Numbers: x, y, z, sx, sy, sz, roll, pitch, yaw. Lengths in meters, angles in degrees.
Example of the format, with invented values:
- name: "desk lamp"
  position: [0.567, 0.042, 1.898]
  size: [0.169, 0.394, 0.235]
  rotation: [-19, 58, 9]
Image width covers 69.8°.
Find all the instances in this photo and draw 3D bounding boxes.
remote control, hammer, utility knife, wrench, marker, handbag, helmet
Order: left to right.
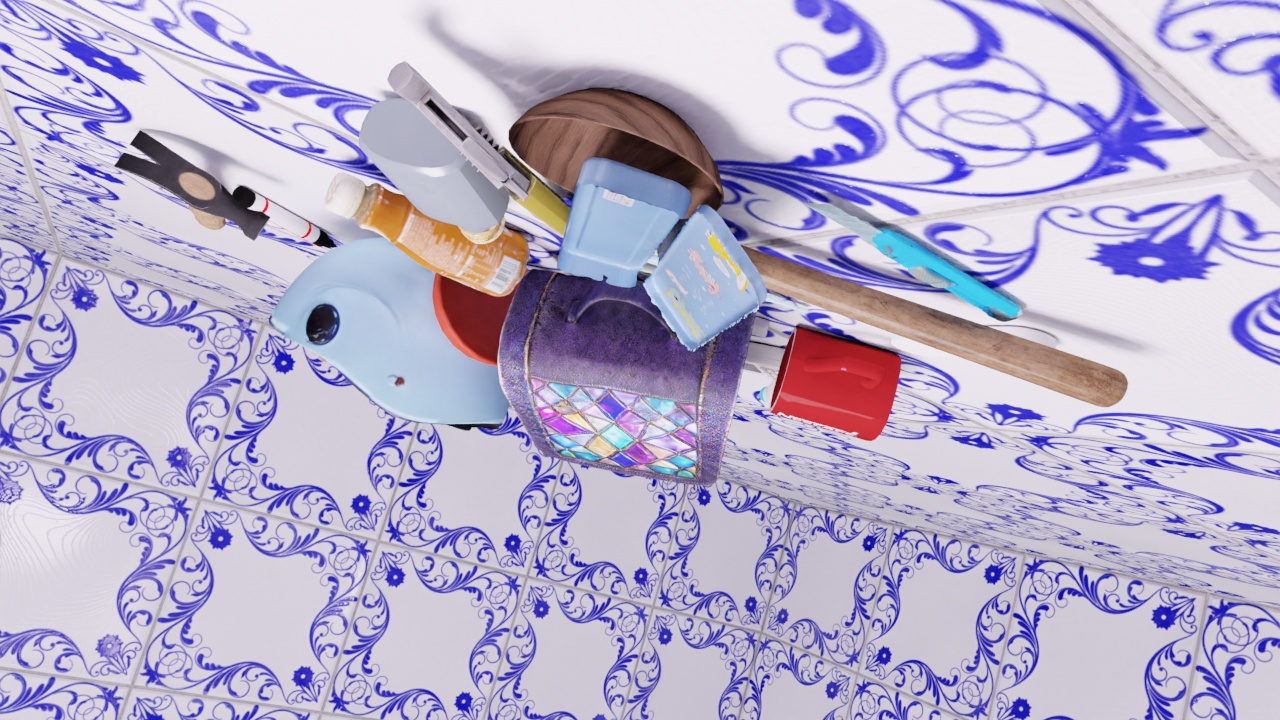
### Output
- name: "hammer"
  position: [-0.452, -0.163, 0.943]
  size: [0.132, 0.040, 0.306]
  rotation: [34, 170, -22]
- name: "marker"
  position: [-0.380, -0.150, 0.995]
  size: [0.019, 0.019, 0.145]
  rotation: [12, 170, 26]
- name: "helmet"
  position: [-0.238, -0.038, 0.942]
  size: [0.266, 0.167, 0.225]
  rotation: [23, 180, 17]
- name: "wrench"
  position: [-0.076, -0.111, 0.553]
  size: [0.083, 0.018, 0.273]
  rotation: [46, -175, 7]
- name: "handbag"
  position: [-0.005, 0.005, 0.817]
  size: [0.205, 0.125, 0.222]
  rotation: [9, 147, 12]
- name: "remote control"
  position: [0.056, -0.046, 0.856]
  size: [0.131, 0.012, 0.033]
  rotation: [15, 169, 7]
- name: "remote control"
  position: [0.128, 0.000, 0.967]
  size: [0.139, 0.025, 0.060]
  rotation: [12, 170, 26]
- name: "hammer"
  position: [0.166, -0.032, 0.613]
  size: [0.322, 0.040, 0.129]
  rotation: [19, 170, 2]
- name: "utility knife"
  position: [0.174, -0.059, 0.567]
  size: [0.198, 0.015, 0.031]
  rotation: [23, 166, -30]
- name: "remote control"
  position: [0.251, -0.014, 0.701]
  size: [0.043, 0.013, 0.137]
  rotation: [22, 169, -32]

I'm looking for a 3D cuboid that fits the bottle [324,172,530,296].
- name: "bottle"
  position: [-0.175, -0.107, 0.757]
  size: [0.167, 0.059, 0.059]
  rotation: [22, 170, -32]

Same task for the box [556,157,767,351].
- name: "box"
  position: [0.010, -0.061, 0.566]
  size: [0.126, 0.039, 0.209]
  rotation: [33, 170, -3]

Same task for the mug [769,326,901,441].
- name: "mug"
  position: [0.176, 0.017, 0.821]
  size: [0.096, 0.080, 0.116]
  rotation: [16, 165, 4]

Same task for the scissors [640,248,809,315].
- name: "scissors"
  position: [0.059, -0.067, 0.739]
  size: [0.174, 0.033, 0.065]
  rotation: [21, 167, -10]

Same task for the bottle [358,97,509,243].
- name: "bottle"
  position: [-0.129, -0.121, 0.630]
  size: [0.072, 0.046, 0.161]
  rotation: [15, 171, 8]

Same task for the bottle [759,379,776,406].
- name: "bottle"
  position: [0.187, 0.042, 1.055]
  size: [0.044, 0.044, 0.136]
  rotation: [22, 170, -29]

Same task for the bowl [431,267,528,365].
- name: "bowl"
  position: [-0.145, -0.049, 0.844]
  size: [0.035, 0.121, 0.122]
  rotation: [-21, 147, 40]

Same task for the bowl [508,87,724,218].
- name: "bowl"
  position: [-0.009, -0.115, 0.492]
  size: [0.119, 0.032, 0.119]
  rotation: [16, 171, 2]
